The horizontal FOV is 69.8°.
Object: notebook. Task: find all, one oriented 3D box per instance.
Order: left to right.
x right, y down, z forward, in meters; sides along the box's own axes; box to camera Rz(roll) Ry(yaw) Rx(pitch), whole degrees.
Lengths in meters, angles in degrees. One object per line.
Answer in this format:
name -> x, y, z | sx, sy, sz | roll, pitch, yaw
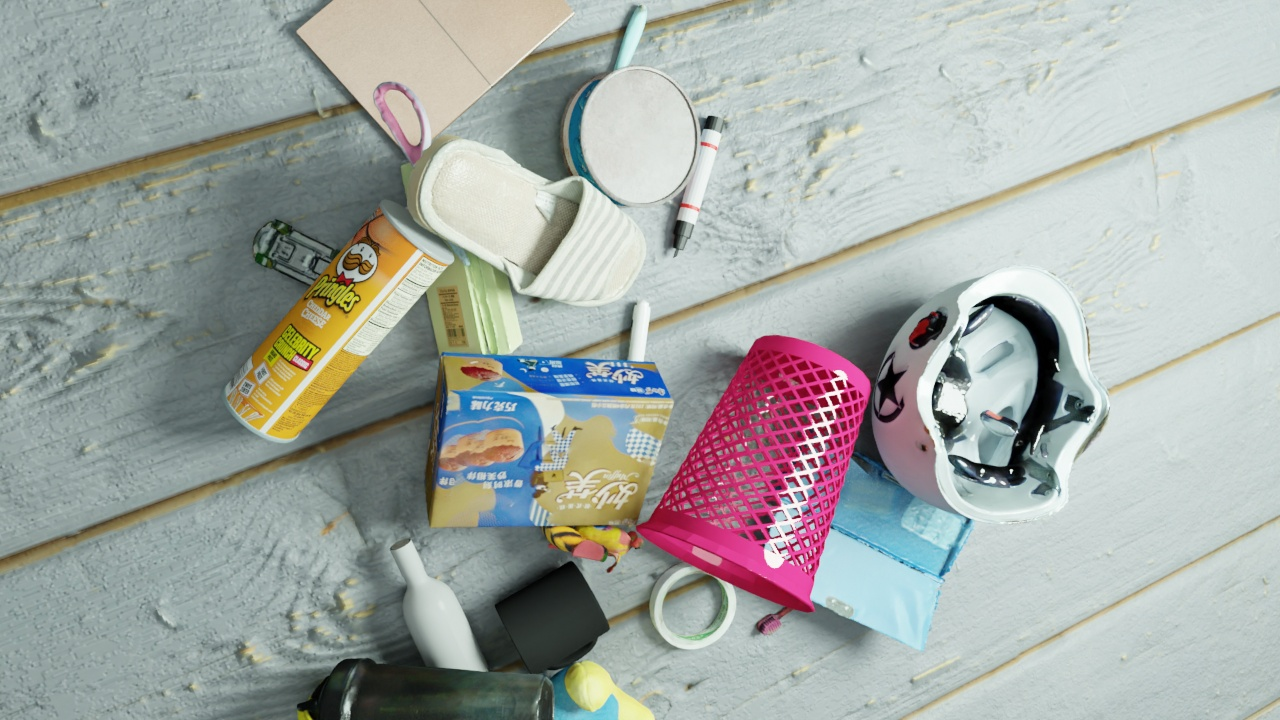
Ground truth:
notebook -> -0.181, -0.306, 0.833 | 0.209, 0.008, 0.141 | -44, 108, -9

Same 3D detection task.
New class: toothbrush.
toothbrush -> -0.027, -0.259, 0.888 | 0.016, 0.016, 0.180 | 20, 89, -23
toothbrush -> 0.211, 0.252, 1.034 | 0.189, 0.016, 0.016 | -31, 105, -12

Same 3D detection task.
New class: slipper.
slipper -> -0.085, -0.114, 0.806 | 0.272, 0.054, 0.114 | 18, 103, -49

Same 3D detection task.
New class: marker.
marker -> -0.005, 0.005, 0.927 | 0.017, 0.020, 0.133 | 6, 95, -23
marker -> 0.056, -0.173, 0.924 | 0.019, 0.019, 0.145 | 16, 92, -20

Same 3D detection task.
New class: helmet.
helmet -> 0.350, 0.032, 0.975 | 0.236, 0.164, 0.264 | 19, 84, -24

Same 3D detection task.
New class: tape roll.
tape roll -> 0.056, 0.262, 0.983 | 0.093, 0.018, 0.094 | -2, 97, -18

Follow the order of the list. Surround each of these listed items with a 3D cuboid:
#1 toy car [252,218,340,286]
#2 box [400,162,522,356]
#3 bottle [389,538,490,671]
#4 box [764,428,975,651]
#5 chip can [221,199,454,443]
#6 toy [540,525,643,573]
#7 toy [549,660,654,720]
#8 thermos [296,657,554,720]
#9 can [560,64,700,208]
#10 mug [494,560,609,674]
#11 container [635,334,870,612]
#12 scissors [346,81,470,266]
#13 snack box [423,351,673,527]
toy car -> -0.295, -0.089, 0.809 | 0.091, 0.036, 0.042 | 25, 89, -20
box -> -0.156, -0.094, 0.837 | 0.090, 0.077, 0.188 | -12, 99, -16
bottle -> -0.191, 0.261, 0.881 | 0.052, 0.052, 0.195 | -24, 104, -14
box -> 0.246, 0.197, 1.013 | 0.231, 0.048, 0.176 | 29, 79, -14
chip can -> -0.256, -0.031, 0.777 | 0.075, 0.075, 0.215 | 40, 101, -19
toy -> -0.051, 0.177, 0.904 | 0.103, 0.084, 0.046 | 16, 98, -8
toy -> -0.102, 0.387, 0.903 | 0.213, 0.084, 0.149 | -41, 133, -10
thermos -> -0.192, 0.317, 0.822 | 0.221, 0.098, 0.098 | -1, 98, 7
can -> -0.008, -0.210, 0.871 | 0.129, 0.044, 0.130 | -5, 101, -30
mug -> -0.082, 0.265, 0.913 | 0.088, 0.078, 0.114 | -28, 132, -13
container -> 0.126, 0.103, 0.904 | 0.183, 0.183, 0.225 | 32, 74, -20
scissors -> -0.202, -0.151, 0.801 | 0.173, 0.013, 0.170 | -27, 95, 21
snack box -> -0.089, 0.077, 0.851 | 0.202, 0.069, 0.155 | 3, 125, -19
